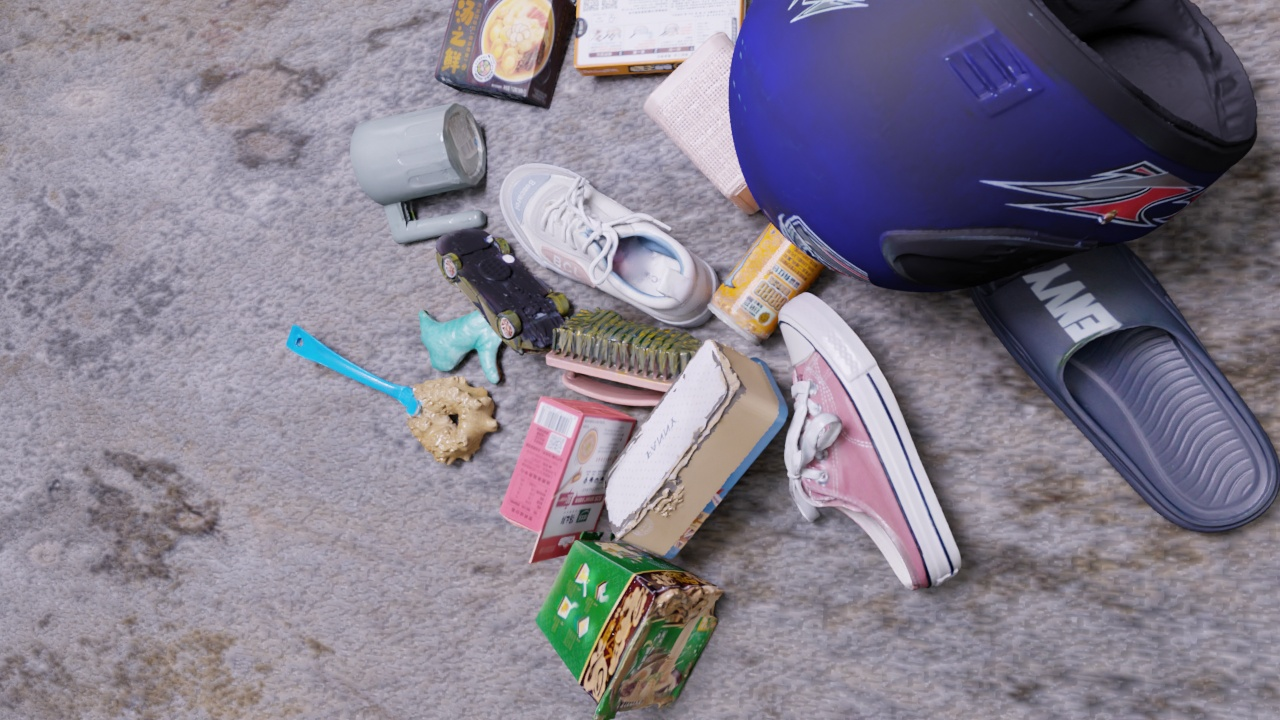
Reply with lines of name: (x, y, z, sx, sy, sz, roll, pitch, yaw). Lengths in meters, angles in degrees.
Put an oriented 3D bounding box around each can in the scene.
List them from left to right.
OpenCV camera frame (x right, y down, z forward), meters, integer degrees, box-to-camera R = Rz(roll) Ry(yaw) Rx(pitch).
can: (0.120, -0.084, 0.746, 0.058, 0.058, 0.146, 42, 100, 22)

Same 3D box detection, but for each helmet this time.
helmet: (0.204, -0.160, 0.596, 0.241, 0.315, 0.247, -35, 53, 48)

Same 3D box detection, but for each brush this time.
brush: (-0.249, 0.024, 0.893, 0.255, 0.045, 0.083, 24, 99, 18)
brush: (-0.005, 0.005, 0.792, 0.146, 0.063, 0.073, 13, 118, 22)

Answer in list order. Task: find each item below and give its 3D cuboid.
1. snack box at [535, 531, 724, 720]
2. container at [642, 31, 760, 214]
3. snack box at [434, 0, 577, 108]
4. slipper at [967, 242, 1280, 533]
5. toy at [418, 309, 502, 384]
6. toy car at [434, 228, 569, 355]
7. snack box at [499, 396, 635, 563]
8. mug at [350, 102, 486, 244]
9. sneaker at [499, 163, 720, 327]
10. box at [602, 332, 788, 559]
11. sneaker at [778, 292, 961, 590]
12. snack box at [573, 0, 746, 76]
snack box: (-0.015, 0.210, 0.750, 0.106, 0.118, 0.117, 30, 95, 36)
container: (0.078, -0.191, 0.762, 0.090, 0.090, 0.111, -41, 73, 13)
snack box: (-0.127, -0.317, 0.887, 0.113, 0.053, 0.126, 18, 96, 24)
slipper: (0.334, -0.003, 0.633, 0.111, 0.083, 0.268, -37, 73, 13)
toy: (-0.167, -0.017, 0.877, 0.092, 0.030, 0.096, -22, 82, 22)
toy car: (-0.128, -0.066, 0.848, 0.158, 0.070, 0.042, 47, 137, 22)
snack box: (-0.063, 0.098, 0.773, 0.044, 0.113, 0.127, 21, 92, 22)
mug: (-0.209, -0.181, 0.895, 0.103, 0.083, 0.124, -7, 108, 21)
sneaker: (-0.044, -0.107, 0.802, 0.242, 0.090, 0.089, 33, 96, 24)
box: (0.042, 0.066, 0.725, 0.185, 0.059, 0.089, -52, 26, 24)
sneaker: (0.150, 0.066, 0.694, 0.088, 0.118, 0.241, -23, 80, -3)
snack box: (0.017, -0.298, 0.820, 0.154, 0.026, 0.075, 1, 87, 15)
